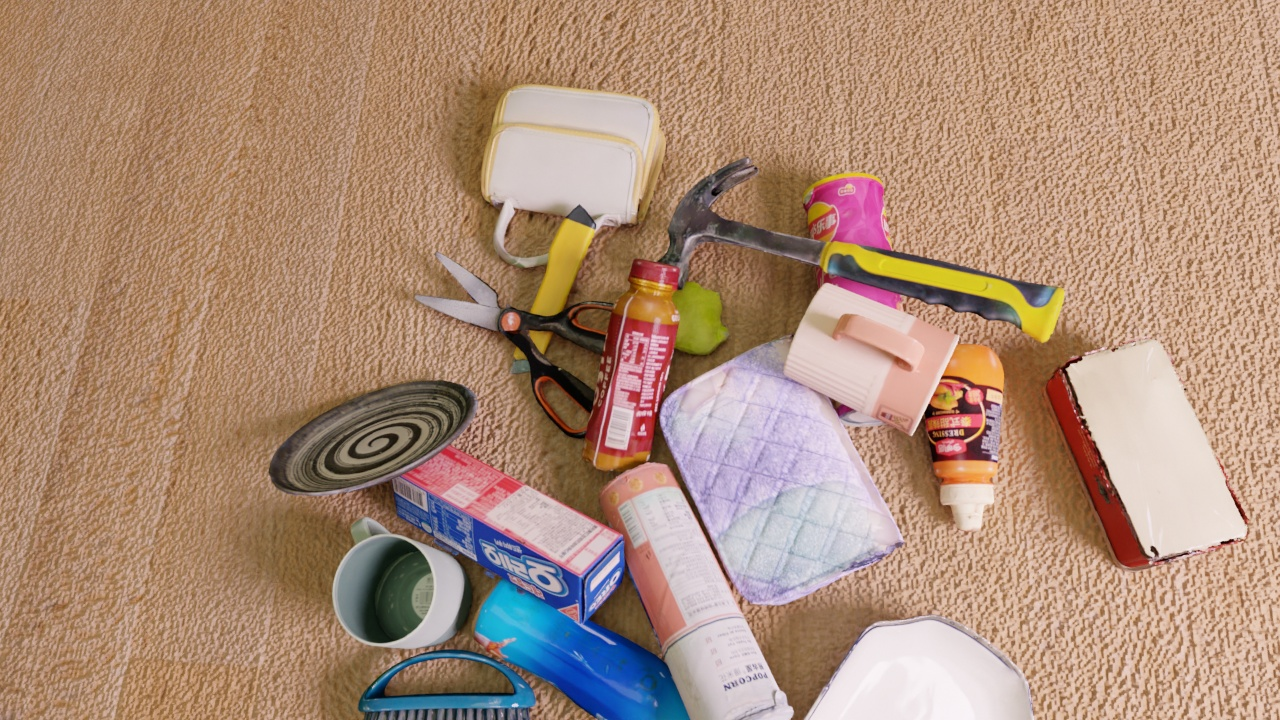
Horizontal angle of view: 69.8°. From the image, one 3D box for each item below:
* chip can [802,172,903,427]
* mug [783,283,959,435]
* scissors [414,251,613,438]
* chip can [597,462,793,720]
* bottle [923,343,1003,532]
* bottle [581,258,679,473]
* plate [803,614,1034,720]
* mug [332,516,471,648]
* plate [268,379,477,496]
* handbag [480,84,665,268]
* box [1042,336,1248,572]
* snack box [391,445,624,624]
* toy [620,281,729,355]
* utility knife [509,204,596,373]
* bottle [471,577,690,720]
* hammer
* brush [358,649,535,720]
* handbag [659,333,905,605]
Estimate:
[{"bbox_3d":[0.189,-0.052,0.785,0.071,0.071,0.210,-7,71,5],"label":"chip can"},{"bbox_3d":[0.169,-0.006,0.675,0.106,0.114,0.081,25,84,16],"label":"mug"},{"bbox_3d":[-0.104,-0.015,0.822,0.227,0.021,0.198,-4,86,13],"label":"scissors"},{"bbox_3d":[0.036,0.183,0.703,0.071,0.071,0.214,-26,57,-1],"label":"chip can"},{"bbox_3d":[0.263,0.064,0.746,0.067,0.067,0.149,0,78,7],"label":"bottle"},{"bbox_3d":[-0.005,0.004,0.761,0.057,0.057,0.175,14,98,12],"label":"bottle"},{"bbox_3d":[0.179,0.315,0.671,0.162,0.034,0.265,34,78,4],"label":"plate"},{"bbox_3d":[-0.194,0.177,0.742,0.082,0.106,0.111,-36,71,-4],"label":"mug"},{"bbox_3d":[-0.222,0.068,0.777,0.179,0.179,0.024,-13,115,6],"label":"plate"},{"bbox_3d":[-0.072,-0.170,0.870,0.163,0.063,0.178,11,77,13],"label":"handbag"},{"bbox_3d":[0.393,0.070,0.714,0.091,0.077,0.168,-16,71,3],"label":"box"},{"bbox_3d":[-0.110,0.133,0.738,0.208,0.057,0.058,22,38,29],"label":"snack box"},{"bbox_3d":[0.026,-0.036,0.824,0.100,0.031,0.096,-41,74,-3],"label":"toy"},{"bbox_3d":[-0.081,-0.063,0.841,0.033,0.015,0.168,23,92,8],"label":"utility knife"},{"bbox_3d":[-0.028,0.245,0.718,0.219,0.065,0.065,27,77,16],"label":"bottle"},{"bbox_3d":[0.170,-0.083,0.744,0.324,0.032,0.126,18,83,26],"label":"hammer"},{"bbox_3d":[-0.155,0.269,0.733,0.144,0.055,0.073,-4,71,7],"label":"brush"},{"bbox_3d":[0.109,0.091,0.744,0.134,0.075,0.193,-28,72,12],"label":"handbag"}]
